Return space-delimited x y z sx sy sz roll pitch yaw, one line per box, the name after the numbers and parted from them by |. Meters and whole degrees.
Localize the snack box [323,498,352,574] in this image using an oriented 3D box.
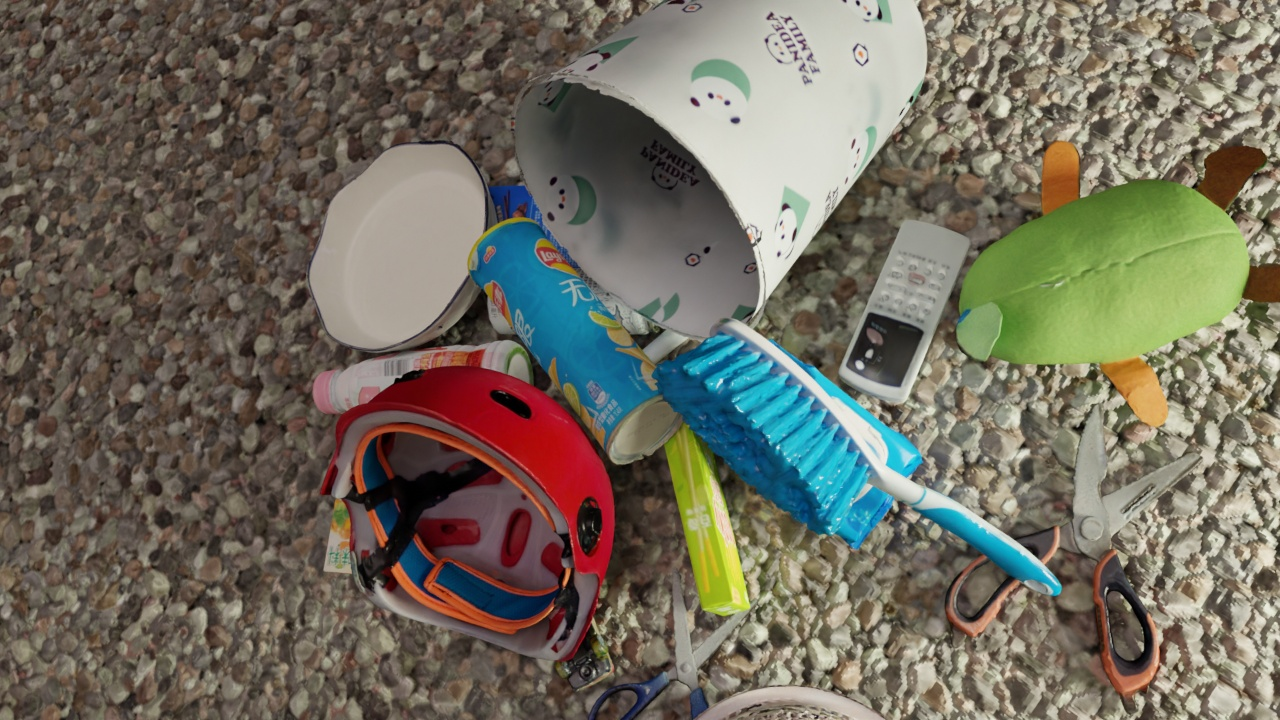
-0.195 0.150 0.795 0.156 0.027 0.077 1 75 15 | snack box

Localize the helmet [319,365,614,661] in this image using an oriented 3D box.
-0.111 0.090 0.675 0.207 0.240 0.143 11 38 17 | helmet

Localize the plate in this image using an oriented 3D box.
-0.214 -0.101 0.840 0.205 0.045 0.204 -10 67 24 | plate

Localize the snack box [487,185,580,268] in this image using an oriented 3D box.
-0.079 -0.118 0.837 0.157 0.026 0.084 1 75 16 | snack box

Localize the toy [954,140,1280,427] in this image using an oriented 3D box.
0.350 -0.064 0.673 0.247 0.090 0.226 -16 71 14 | toy

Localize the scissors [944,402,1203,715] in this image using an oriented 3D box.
0.316 0.140 0.666 0.189 0.015 0.225 -5 73 14 | scissors

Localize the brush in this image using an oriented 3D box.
0.153 0.084 0.628 0.314 0.061 0.109 44 55 3 | brush

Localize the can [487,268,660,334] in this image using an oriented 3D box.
-0.056 -0.051 0.795 0.147 0.058 0.058 1 75 15 | can

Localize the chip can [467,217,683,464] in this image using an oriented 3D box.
-0.052 -0.020 0.702 0.071 0.071 0.210 -41 61 1 | chip can

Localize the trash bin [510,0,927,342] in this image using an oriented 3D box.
0.071 -0.180 0.689 0.229 0.230 0.251 34 66 21 | trash bin

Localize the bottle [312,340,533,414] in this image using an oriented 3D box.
-0.195 0.023 0.812 0.197 0.068 0.068 -5 74 18 | bottle

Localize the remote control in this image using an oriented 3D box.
0.213 -0.041 0.739 0.058 0.021 0.150 22 81 20 | remote control

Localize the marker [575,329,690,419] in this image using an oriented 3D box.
-0.005 0.005 0.787 0.131 0.022 0.018 -40 33 3 | marker

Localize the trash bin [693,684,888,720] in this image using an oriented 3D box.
0.095 0.332 0.571 0.228 0.192 0.227 -2 78 11 | trash bin

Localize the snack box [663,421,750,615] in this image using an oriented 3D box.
0.049 0.114 0.705 0.026 0.086 0.156 -17 68 11 | snack box

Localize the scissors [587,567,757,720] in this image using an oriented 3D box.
0.030 0.253 0.715 0.162 0.012 0.175 -24 68 7 | scissors

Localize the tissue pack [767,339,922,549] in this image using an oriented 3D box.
0.132 0.064 0.692 0.157 0.052 0.095 38 88 -8 | tissue pack

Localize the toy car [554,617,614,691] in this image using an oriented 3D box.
-0.054 0.216 0.735 0.042 0.035 0.090 -32 61 4 | toy car
